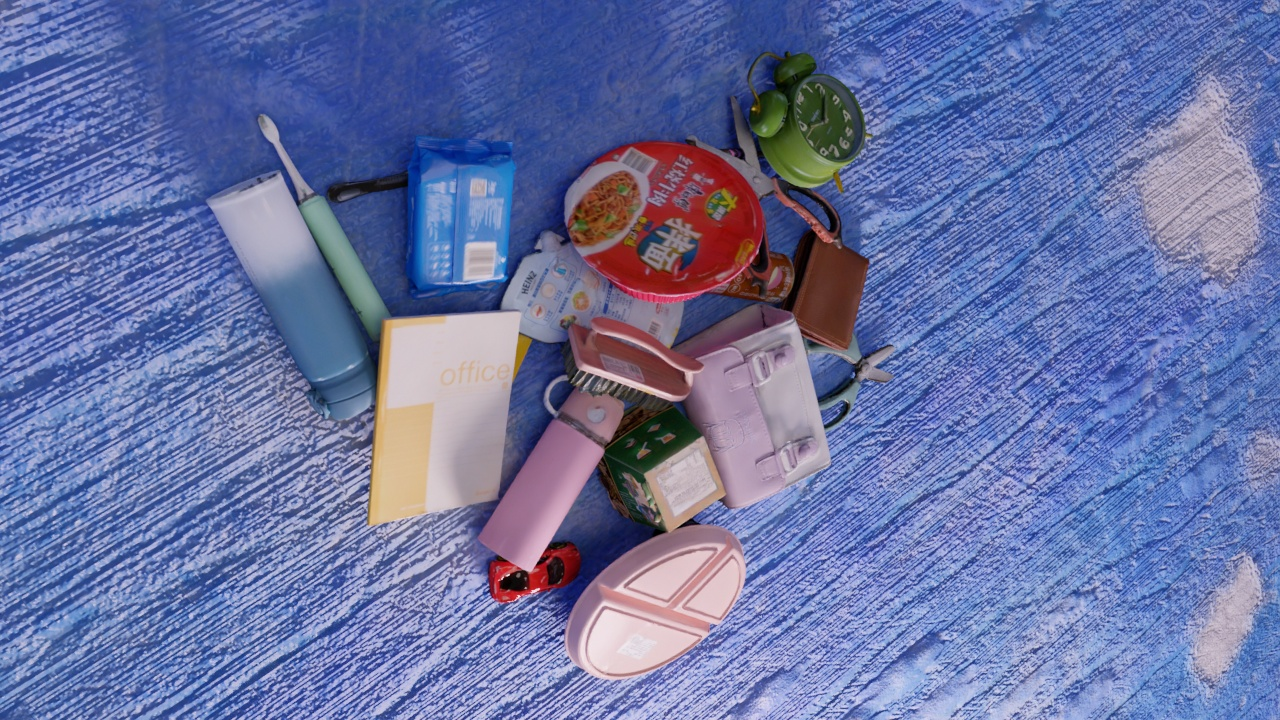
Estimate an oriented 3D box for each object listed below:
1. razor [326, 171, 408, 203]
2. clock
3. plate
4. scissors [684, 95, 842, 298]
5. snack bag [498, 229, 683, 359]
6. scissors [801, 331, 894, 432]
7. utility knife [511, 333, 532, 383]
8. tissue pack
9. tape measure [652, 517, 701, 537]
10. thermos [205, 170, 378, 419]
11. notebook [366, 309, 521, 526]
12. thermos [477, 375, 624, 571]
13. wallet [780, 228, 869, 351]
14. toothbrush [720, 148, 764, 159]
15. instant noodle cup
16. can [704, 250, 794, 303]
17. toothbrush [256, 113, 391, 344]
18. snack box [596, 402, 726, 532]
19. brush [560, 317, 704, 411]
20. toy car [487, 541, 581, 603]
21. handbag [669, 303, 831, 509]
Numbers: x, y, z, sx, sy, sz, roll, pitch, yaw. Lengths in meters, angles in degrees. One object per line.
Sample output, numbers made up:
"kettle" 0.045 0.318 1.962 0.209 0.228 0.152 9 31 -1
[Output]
"razor" -0.216 -0.164 0.840 0.142 0.022 0.043 -15 130 -24
"clock" 0.175 -0.261 0.986 0.161 0.056 0.115 39 63 -18
"plate" 0.024 0.275 1.021 0.229 0.028 0.230 -19 135 -21
"scissors" 0.137 -0.178 0.990 0.188 0.015 0.222 -10 89 -30
"snack bag" -0.048 -0.054 0.947 0.191 0.039 0.110 24 97 -29
"scissors" 0.243 0.002 1.127 0.172 0.019 0.179 -34 115 -16
"utility knife" -0.149 0.038 0.928 0.033 0.015 0.154 27 88 -48
"tissue pack" -0.167 -0.131 0.840 0.094 0.052 0.157 -7 124 -27
"tape measure" 0.043 0.205 1.058 0.057 0.039 0.057 23 91 -35
"thermos" -0.295 -0.052 0.799 0.070 0.070 0.220 -28 114 -20
"notebook" -0.187 0.053 0.877 0.145 0.010 0.206 -6 114 -41
"thermos" -0.096 0.110 0.945 0.087 0.067 0.198 32 82 -9
"wallet" 0.218 -0.082 1.078 0.101 0.032 0.124 22 80 -30
"toothbrush" 0.094 -0.223 0.993 0.189 0.018 0.014 -8 97 -25
"instant noodle cup" 0.021 -0.127 0.909 0.193 0.194 0.066 -29 156 -19
"can" 0.095 -0.099 0.999 0.147 0.058 0.058 6 99 -29
"toothbrush" -0.278 -0.113 0.816 0.026 0.027 0.224 -36 117 -25
"snack box" 0.027 0.117 0.989 0.117 0.106 0.118 -31 115 -19
"brush" -0.005 0.005 0.927 0.145 0.063 0.073 20 121 -30
"toy car" -0.111 0.227 0.986 0.106 0.031 0.049 -8 107 -28
"handbag" 0.124 0.054 1.036 0.144 0.098 0.197 -25 112 -15
